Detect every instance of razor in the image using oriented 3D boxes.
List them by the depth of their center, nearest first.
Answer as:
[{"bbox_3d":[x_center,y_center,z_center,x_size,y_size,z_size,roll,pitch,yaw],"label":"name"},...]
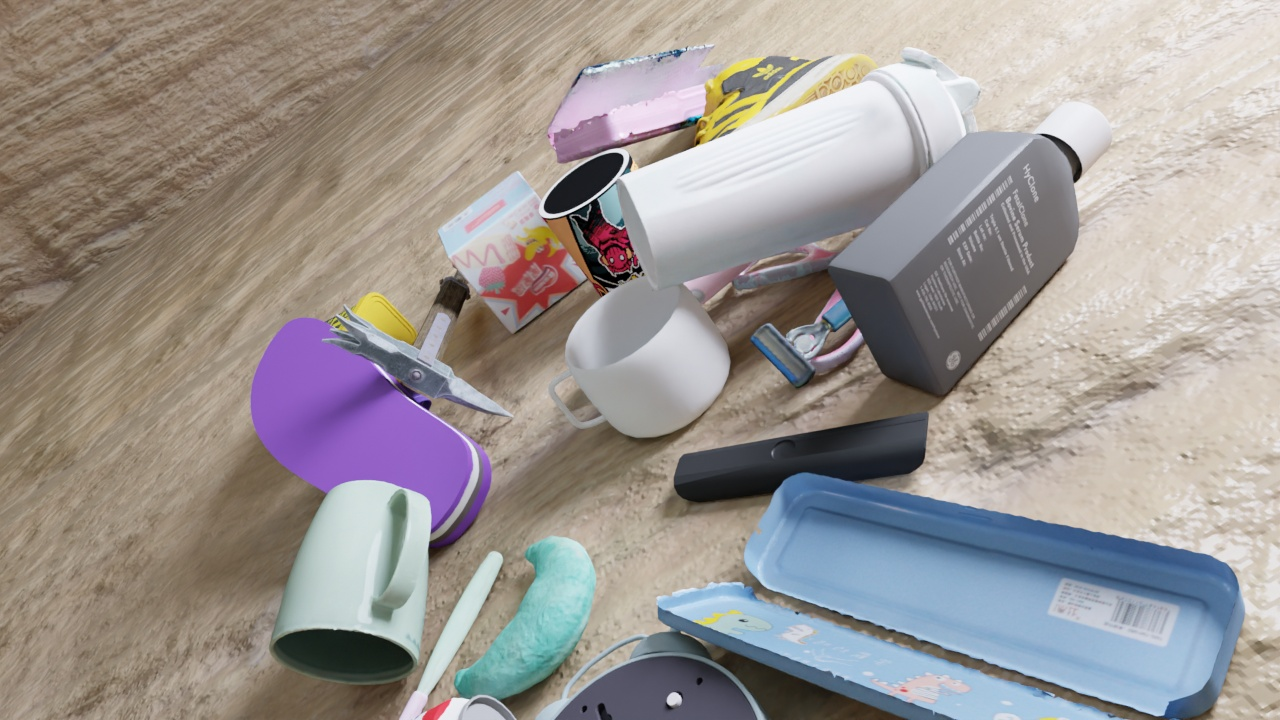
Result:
[{"bbox_3d":[0.131,-0.039,0.542,0.143,0.022,0.042,-37,72,-13],"label":"razor"}]

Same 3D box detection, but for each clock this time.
[{"bbox_3d":[0.002,0.178,0.381,0.122,0.045,0.159,-36,30,2],"label":"clock"}]

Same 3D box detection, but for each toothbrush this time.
[{"bbox_3d":[-0.120,0.177,0.533,0.154,0.015,0.022,-61,8,-34],"label":"toothbrush"},{"bbox_3d":[0.049,-0.060,0.641,0.223,0.027,0.026,-39,37,12],"label":"toothbrush"}]

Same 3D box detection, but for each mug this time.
[{"bbox_3d":[-0.160,0.124,0.549,0.112,0.084,0.103,-38,37,37],"label":"mug"},{"bbox_3d":[-0.004,0.003,0.595,0.116,0.068,0.094,-31,31,10],"label":"mug"},{"bbox_3d":[-0.014,-0.113,0.731,0.082,0.098,0.117,-17,36,29],"label":"mug"}]

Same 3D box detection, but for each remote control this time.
[{"bbox_3d":[0.084,0.052,0.493,0.147,0.015,0.033,-14,38,33],"label":"remote control"}]

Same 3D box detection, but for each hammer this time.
[{"bbox_3d":[-0.167,-0.045,0.811,0.028,0.147,0.316,-55,15,17],"label":"hammer"}]

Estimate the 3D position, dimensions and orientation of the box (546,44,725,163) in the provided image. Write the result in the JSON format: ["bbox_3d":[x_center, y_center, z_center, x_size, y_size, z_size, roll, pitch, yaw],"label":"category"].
[{"bbox_3d":[0.015,-0.234,0.806,0.085,0.071,0.229,-5,18,43],"label":"box"}]

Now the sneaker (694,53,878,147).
[{"bbox_3d":[0.070,-0.158,0.716,0.238,0.086,0.122,-42,37,-16],"label":"sneaker"}]

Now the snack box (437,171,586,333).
[{"bbox_3d":[-0.110,-0.095,0.809,0.093,0.095,0.079,-36,31,0],"label":"snack box"}]

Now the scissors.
[{"bbox_3d":[0.124,-0.057,0.600,0.177,0.013,0.170,1,48,45],"label":"scissors"}]

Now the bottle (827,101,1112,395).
[{"bbox_3d":[0.186,-0.072,0.491,0.173,0.084,0.046,-44,32,-13],"label":"bottle"}]

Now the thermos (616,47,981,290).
[{"bbox_3d":[0.099,-0.113,0.558,0.220,0.099,0.099,-20,30,-6],"label":"thermos"}]

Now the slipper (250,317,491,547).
[{"bbox_3d":[-0.201,0.063,0.716,0.267,0.084,0.107,27,82,36],"label":"slipper"}]

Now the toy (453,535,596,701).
[{"bbox_3d":[-0.058,0.141,0.505,0.085,0.033,0.105,-17,35,48],"label":"toy"}]

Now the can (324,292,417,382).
[{"bbox_3d":[-0.284,0.012,0.866,0.101,0.072,0.130,-22,34,28],"label":"can"}]

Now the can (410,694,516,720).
[{"bbox_3d":[-0.118,0.214,0.428,0.132,0.070,0.070,-31,31,11],"label":"can"}]

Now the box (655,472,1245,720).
[{"bbox_3d":[0.113,0.104,0.373,0.124,0.043,0.210,-34,25,-35],"label":"box"}]
